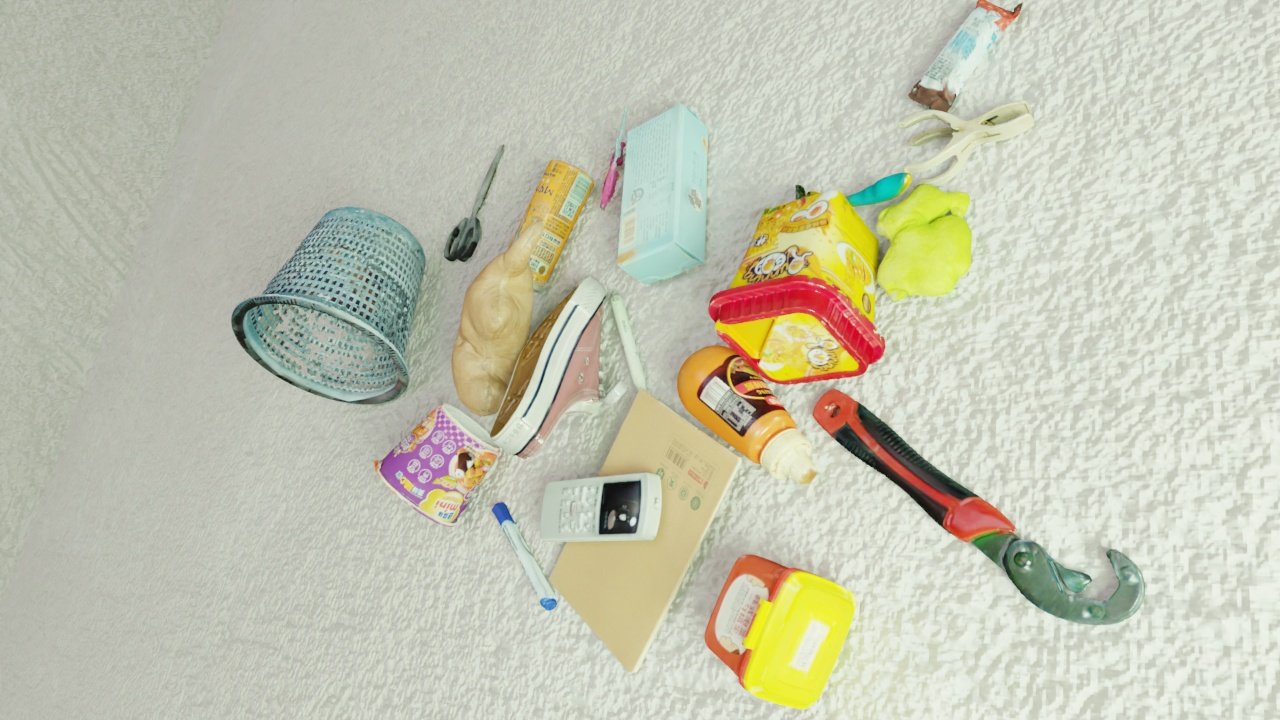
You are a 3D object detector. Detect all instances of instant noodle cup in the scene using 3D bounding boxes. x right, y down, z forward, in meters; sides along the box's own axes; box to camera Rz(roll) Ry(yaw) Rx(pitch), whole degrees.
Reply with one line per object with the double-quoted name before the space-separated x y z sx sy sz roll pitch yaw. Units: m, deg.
"instant noodle cup" 0.133 -0.060 0.733 0.116 0.116 0.123 -9 51 43
"instant noodle cup" -0.213 0.108 0.993 0.099 0.111 0.111 -50 42 1

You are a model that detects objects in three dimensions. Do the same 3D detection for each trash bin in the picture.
"trash bin" -0.380 -0.083 1.196 0.227 0.226 0.194 -17 45 39

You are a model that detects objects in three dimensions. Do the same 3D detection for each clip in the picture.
"clip" 0.249 -0.165 0.722 0.102 0.035 0.095 14 76 40

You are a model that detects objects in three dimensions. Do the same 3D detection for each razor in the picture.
"razor" 0.178 -0.137 0.767 0.133 0.028 0.043 -7 76 59

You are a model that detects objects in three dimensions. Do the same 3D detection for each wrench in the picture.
"wrench" 0.213 0.092 0.635 0.273 0.016 0.056 38 98 48

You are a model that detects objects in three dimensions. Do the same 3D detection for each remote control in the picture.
"remote control" -0.039 0.135 0.832 0.150 0.021 0.058 -14 66 46

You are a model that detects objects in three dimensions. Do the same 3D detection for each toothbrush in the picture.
"toothbrush" -0.005 0.005 0.897 0.029 0.020 0.189 -21 52 7

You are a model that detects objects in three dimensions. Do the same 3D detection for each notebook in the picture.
"notebook" -0.003 0.145 0.812 0.148 0.008 0.208 34 102 48

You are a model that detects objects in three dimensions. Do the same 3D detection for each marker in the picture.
"marker" -0.116 0.193 0.913 0.017 0.017 0.145 -53 42 11

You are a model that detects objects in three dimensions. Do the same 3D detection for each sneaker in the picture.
"sneaker" -0.069 0.012 0.909 0.119 0.088 0.240 -40 21 39

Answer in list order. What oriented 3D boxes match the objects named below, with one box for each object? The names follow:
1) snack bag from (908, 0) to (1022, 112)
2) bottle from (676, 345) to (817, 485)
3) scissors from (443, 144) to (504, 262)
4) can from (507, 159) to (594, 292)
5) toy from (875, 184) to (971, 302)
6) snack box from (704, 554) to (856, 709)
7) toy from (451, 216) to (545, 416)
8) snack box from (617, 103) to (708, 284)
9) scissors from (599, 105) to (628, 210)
"snack bag" 0.266 -0.253 0.754 0.105 0.026 0.045 -54 51 11
"bottle" 0.091 0.048 0.750 0.067 0.066 0.149 -53 50 11
"scissors" -0.209 -0.209 1.223 0.175 0.014 0.133 -47 43 13
"can" -0.108 -0.154 1.054 0.058 0.058 0.146 22 86 48
"toy" 0.220 -0.092 0.709 0.097 0.031 0.100 -34 50 9
"snack box" 0.095 0.189 0.658 0.080 0.082 0.091 17 81 58
"toy" -0.149 -0.053 0.970 0.143 0.082 0.226 -123 43 -60
"snack box" 0.024 -0.169 0.934 0.074 0.051 0.174 -17 58 37
"scissors" -0.024 -0.227 0.991 0.136 0.017 0.107 107 179 -52
